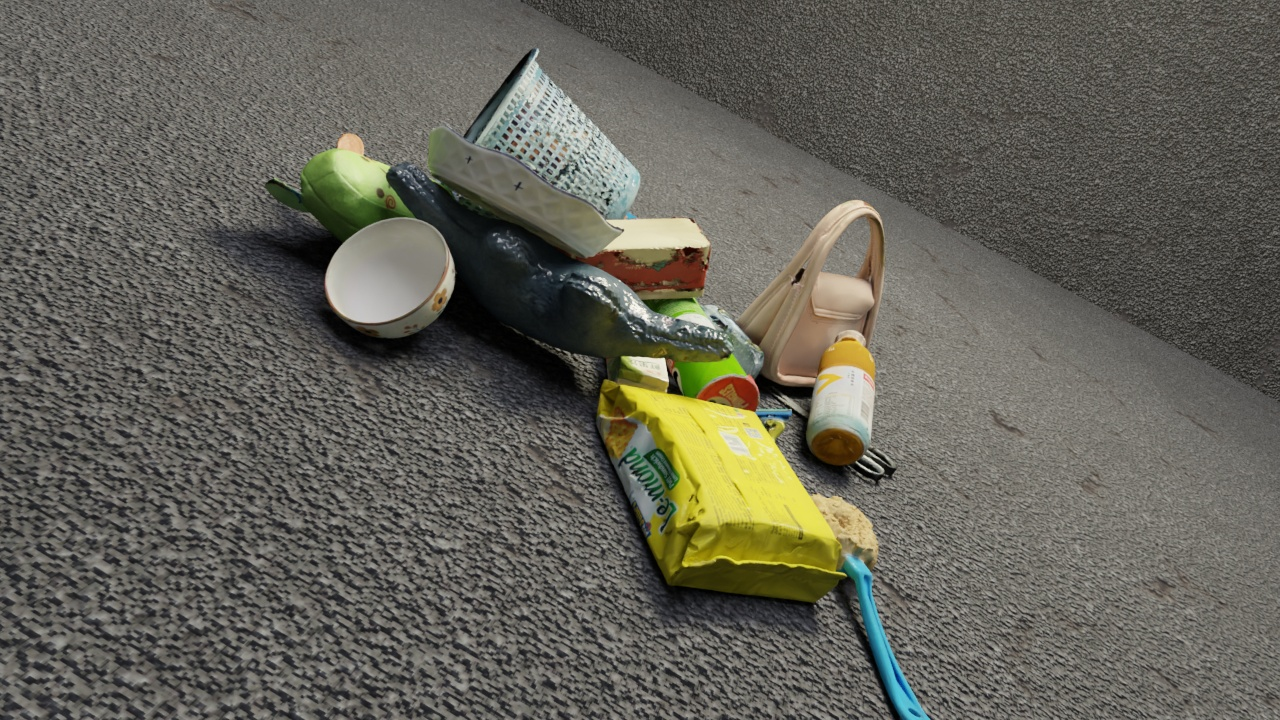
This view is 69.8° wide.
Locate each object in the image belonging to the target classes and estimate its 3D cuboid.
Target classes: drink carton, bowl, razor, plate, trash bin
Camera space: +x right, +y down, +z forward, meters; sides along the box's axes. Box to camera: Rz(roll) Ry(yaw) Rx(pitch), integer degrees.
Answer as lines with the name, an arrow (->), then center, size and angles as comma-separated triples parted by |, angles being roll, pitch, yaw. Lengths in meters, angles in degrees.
drink carton -> -0.006, 0.005, 0.936 | 0.053, 0.046, 0.122 | 15, 25, -11
bowl -> -0.215, -0.064, 0.815 | 0.113, 0.113, 0.062 | 40, -16, 27
razor -> 0.130, 0.089, 0.937 | 0.043, 0.022, 0.142 | -3, 24, 15
plate -> -0.118, -0.158, 0.895 | 0.205, 0.045, 0.205 | 29, 1, -1
trash bin -> -0.117, -0.221, 1.102 | 0.195, 0.227, 0.226 | 35, 20, -19

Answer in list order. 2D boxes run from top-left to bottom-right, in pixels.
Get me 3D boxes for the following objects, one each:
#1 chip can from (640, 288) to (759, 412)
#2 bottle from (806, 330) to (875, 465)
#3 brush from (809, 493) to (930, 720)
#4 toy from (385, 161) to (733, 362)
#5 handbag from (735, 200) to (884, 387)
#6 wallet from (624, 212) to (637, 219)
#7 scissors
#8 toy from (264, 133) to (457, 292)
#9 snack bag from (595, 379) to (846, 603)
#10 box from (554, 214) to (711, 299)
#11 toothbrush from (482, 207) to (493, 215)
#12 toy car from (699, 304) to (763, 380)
chip can -> 0.056, -0.016, 1.011 | 0.072, 0.072, 0.235 | 15, 26, -26
bottle -> 0.230, 0.035, 1.037 | 0.068, 0.068, 0.189 | 26, 42, -4
brush -> 0.186, 0.200, 0.759 | 0.083, 0.046, 0.254 | 22, 28, -22
toy -> -0.082, -0.070, 0.878 | 0.356, 0.138, 0.091 | 27, 63, 1
handbag -> 0.227, -0.082, 1.121 | 0.193, 0.234, 0.093 | 2, 29, -46
wallet -> -0.026, -0.187, 1.322 | 0.106, 0.040, 0.132 | 32, 23, 0
scissors -> 0.213, 0.082, 1.051 | 0.172, 0.014, 0.145 | 24, 23, -5
toy -> -0.244, -0.147, 0.924 | 0.227, 0.090, 0.246 | 50, 17, 23
snack bag -> 0.065, 0.102, 0.788 | 0.158, 0.068, 0.246 | 14, 26, -28
box -> -0.011, -0.121, 1.024 | 0.168, 0.079, 0.091 | -4, 34, -15
toothbrush -> -0.143, -0.195, 1.240 | 0.018, 0.016, 0.191 | 32, 22, 36
toy car -> 0.097, -0.019, 1.083 | 0.036, 0.054, 0.120 | 7, 31, -43
